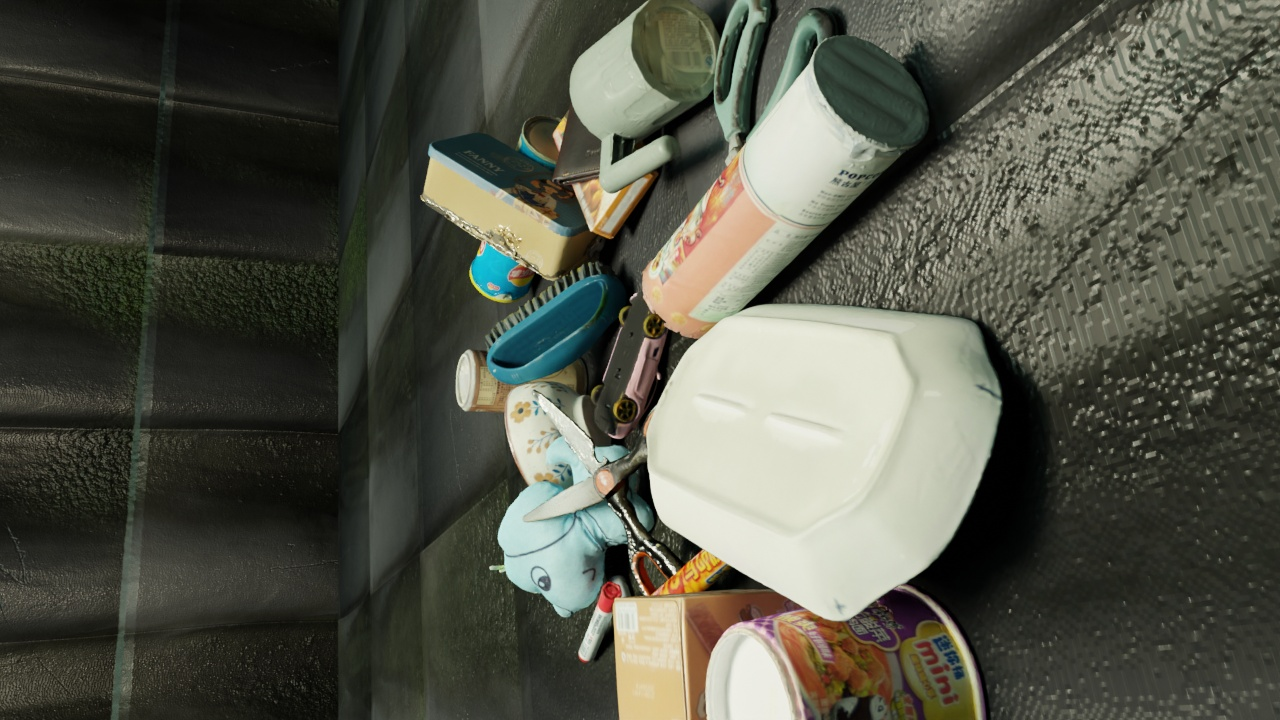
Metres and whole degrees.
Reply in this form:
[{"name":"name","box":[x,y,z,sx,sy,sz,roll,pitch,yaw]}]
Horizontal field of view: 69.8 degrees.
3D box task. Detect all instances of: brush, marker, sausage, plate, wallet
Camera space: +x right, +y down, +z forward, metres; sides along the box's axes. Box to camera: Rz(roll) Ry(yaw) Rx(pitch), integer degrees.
[{"name":"brush","box":[-0.073,-0.025,0.807,0.144,0.055,0.073,-34,40,10]},{"name":"marker","box":[-0.012,0.211,0.760,0.023,0.018,0.130,104,155,-43]},{"name":"marker","box":[-0.036,0.226,0.782,0.146,0.017,0.017,107,154,-51]},{"name":"sausage","box":[0.044,0.137,0.607,0.166,0.021,0.021,-49,43,33]},{"name":"plate","box":[0.075,0.035,0.501,0.162,0.034,0.266,-63,25,-5]},{"name":"wallet","box":[-0.032,-0.215,0.791,0.096,0.020,0.122,1,77,51]}]

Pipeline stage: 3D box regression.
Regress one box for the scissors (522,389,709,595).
[{"name":"scissors","box":[-0.008,0.092,0.673,0.221,0.021,0.233,-48,65,29]}]

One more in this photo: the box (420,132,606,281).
[{"name":"box","box":[-0.120,-0.148,0.853,0.184,0.089,0.062,33,123,13]}]

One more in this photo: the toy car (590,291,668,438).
[{"name":"toy car","box":[-0.004,0.004,0.748,0.056,0.037,0.122,25,98,60]}]

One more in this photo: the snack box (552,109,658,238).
[{"name":"snack box","box":[-0.034,-0.185,0.820,0.075,0.026,0.153,-51,41,30]}]

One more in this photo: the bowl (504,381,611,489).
[{"name":"bowl","box":[-0.065,0.067,0.815,0.062,0.113,0.113,-21,59,15]}]

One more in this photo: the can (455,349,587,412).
[{"name":"can","box":[-0.115,0.022,0.882,0.059,0.116,0.058,-177,90,-65]}]

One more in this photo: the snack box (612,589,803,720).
[{"name":"snack box","box":[0.046,0.178,0.549,0.093,0.094,0.077,152,118,-61]}]

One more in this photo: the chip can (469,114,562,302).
[{"name":"chip can","box":[-0.121,-0.154,0.968,0.211,0.071,0.071,122,142,-46]}]

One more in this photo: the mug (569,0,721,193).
[{"name":"mug","box":[0.003,-0.198,0.695,0.104,0.083,0.124,-9,77,63]}]

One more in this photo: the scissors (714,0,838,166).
[{"name":"scissors","box":[0.082,-0.161,0.599,0.172,0.019,0.177,19,103,63]}]

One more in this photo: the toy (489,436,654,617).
[{"name":"toy","box":[-0.061,0.141,0.763,0.049,0.156,0.161,-48,-57,-65]}]

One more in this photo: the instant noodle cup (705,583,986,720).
[{"name":"instant noodle cup","box":[0.093,0.168,0.447,0.112,0.099,0.111,-14,74,62]}]

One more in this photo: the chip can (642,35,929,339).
[{"name":"chip can","box":[0.074,-0.090,0.547,0.215,0.071,0.071,132,135,-54]}]
